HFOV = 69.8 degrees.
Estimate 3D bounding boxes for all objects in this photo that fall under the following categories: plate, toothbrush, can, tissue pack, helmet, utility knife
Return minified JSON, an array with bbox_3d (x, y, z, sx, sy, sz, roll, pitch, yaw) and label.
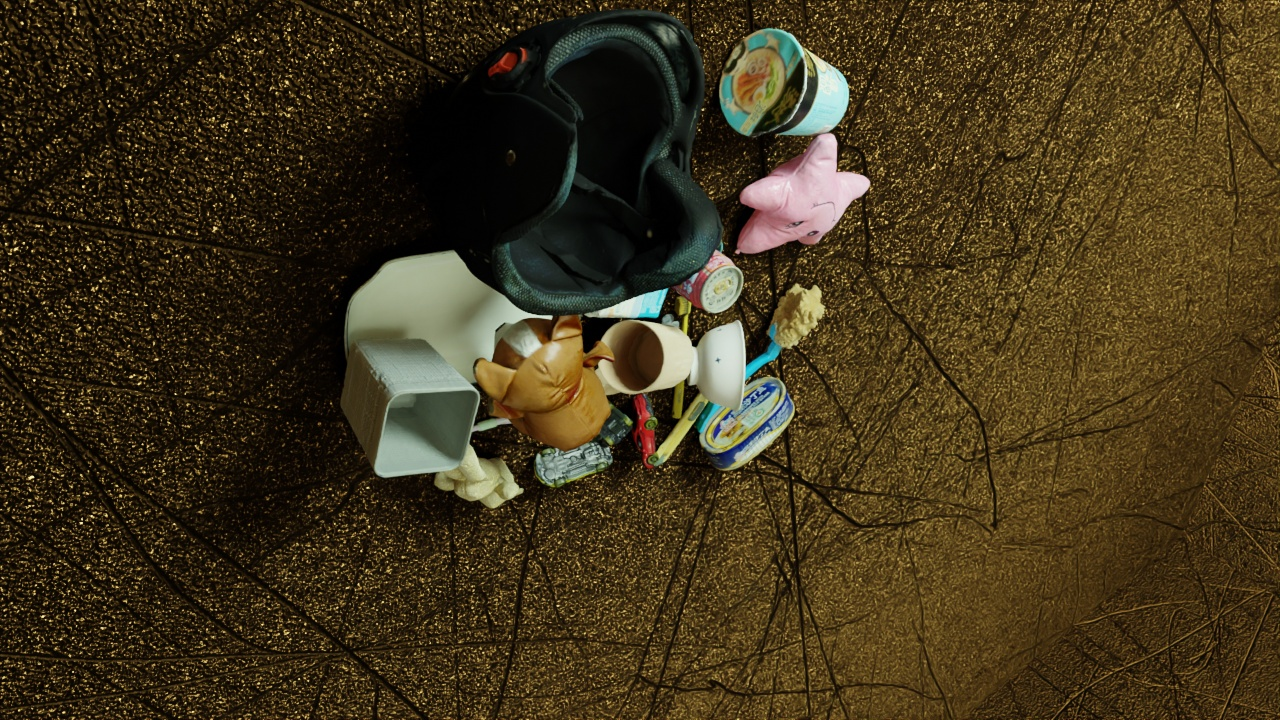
[{"bbox_3d":[-0.178,-0.050,0.945,0.265,0.034,0.162,-14,127,-32],"label":"plate"},{"bbox_3d":[0.050,-0.002,1.185,0.016,0.015,0.190,-17,130,-25],"label":"toothbrush"},{"bbox_3d":[0.150,0.088,1.292,0.148,0.074,0.049,-40,135,-8],"label":"can"},{"bbox_3d":[-0.011,-0.110,1.018,0.089,0.063,0.140,-2,120,-37],"label":"tissue pack"},{"bbox_3d":[0.067,-0.102,1.066,0.066,0.094,0.067,-22,132,-27],"label":"can"},{"bbox_3d":[-0.138,0.066,1.077,0.188,0.029,0.021,-18,92,-31],"label":"toothbrush"},{"bbox_3d":[-0.063,-0.177,0.805,0.233,0.230,0.275,19,97,-55],"label":"helmet"},{"bbox_3d":[0.074,0.064,1.259,0.031,0.021,0.207,24,99,-53],"label":"utility knife"}]

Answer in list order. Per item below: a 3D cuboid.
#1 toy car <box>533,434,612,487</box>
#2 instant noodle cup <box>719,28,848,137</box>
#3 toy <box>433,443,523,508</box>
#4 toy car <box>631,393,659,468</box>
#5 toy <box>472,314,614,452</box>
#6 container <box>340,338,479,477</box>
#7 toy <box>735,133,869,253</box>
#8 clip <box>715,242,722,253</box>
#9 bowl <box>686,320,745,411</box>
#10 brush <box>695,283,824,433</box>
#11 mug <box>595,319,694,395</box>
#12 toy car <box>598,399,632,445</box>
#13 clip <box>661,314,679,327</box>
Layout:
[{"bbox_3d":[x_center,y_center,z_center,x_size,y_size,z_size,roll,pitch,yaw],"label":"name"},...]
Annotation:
[{"bbox_3d":[-0.086,0.127,1.148,0.105,0.048,0.032,-17,162,-32],"label":"toy car"},{"bbox_3d":[0.165,-0.295,1.006,0.120,0.111,0.111,-6,123,-48],"label":"instant noodle cup"},{"bbox_3d":[-0.187,0.125,1.035,0.157,0.105,0.066,61,33,-63],"label":"toy"},{"bbox_3d":[0.005,0.095,1.193,0.031,0.049,0.106,-10,128,-5],"label":"toy car"},{"bbox_3d":[-0.100,0.013,0.947,0.140,0.130,0.200,-45,160,-7],"label":"toy"},{"bbox_3d":[-0.222,0.038,0.860,0.090,0.114,0.090,-2,120,-39],"label":"container"},{"bbox_3d":[0.190,-0.185,1.122,0.179,0.074,0.194,-36,153,16],"label":"toy"},{"bbox_3d":[0.083,-0.120,1.127,0.040,0.014,0.056,-6,122,-36],"label":"clip"},{"bbox_3d":[0.093,0.007,1.177,0.064,0.118,0.118,1,125,-3],"label":"bowl"},{"bbox_3d":[0.157,-0.001,1.246,0.046,0.083,0.255,35,104,-25],"label":"brush"},{"bbox_3d":[-0.006,0.006,1.083,0.125,0.084,0.103,-35,167,20],"label":"mug"},{"bbox_3d":[-0.045,0.073,1.144,0.042,0.035,0.090,-48,144,-3],"label":"toy car"},{"bbox_3d":[0.035,-0.030,1.149,0.025,0.033,0.057,-13,130,-30],"label":"clip"}]
